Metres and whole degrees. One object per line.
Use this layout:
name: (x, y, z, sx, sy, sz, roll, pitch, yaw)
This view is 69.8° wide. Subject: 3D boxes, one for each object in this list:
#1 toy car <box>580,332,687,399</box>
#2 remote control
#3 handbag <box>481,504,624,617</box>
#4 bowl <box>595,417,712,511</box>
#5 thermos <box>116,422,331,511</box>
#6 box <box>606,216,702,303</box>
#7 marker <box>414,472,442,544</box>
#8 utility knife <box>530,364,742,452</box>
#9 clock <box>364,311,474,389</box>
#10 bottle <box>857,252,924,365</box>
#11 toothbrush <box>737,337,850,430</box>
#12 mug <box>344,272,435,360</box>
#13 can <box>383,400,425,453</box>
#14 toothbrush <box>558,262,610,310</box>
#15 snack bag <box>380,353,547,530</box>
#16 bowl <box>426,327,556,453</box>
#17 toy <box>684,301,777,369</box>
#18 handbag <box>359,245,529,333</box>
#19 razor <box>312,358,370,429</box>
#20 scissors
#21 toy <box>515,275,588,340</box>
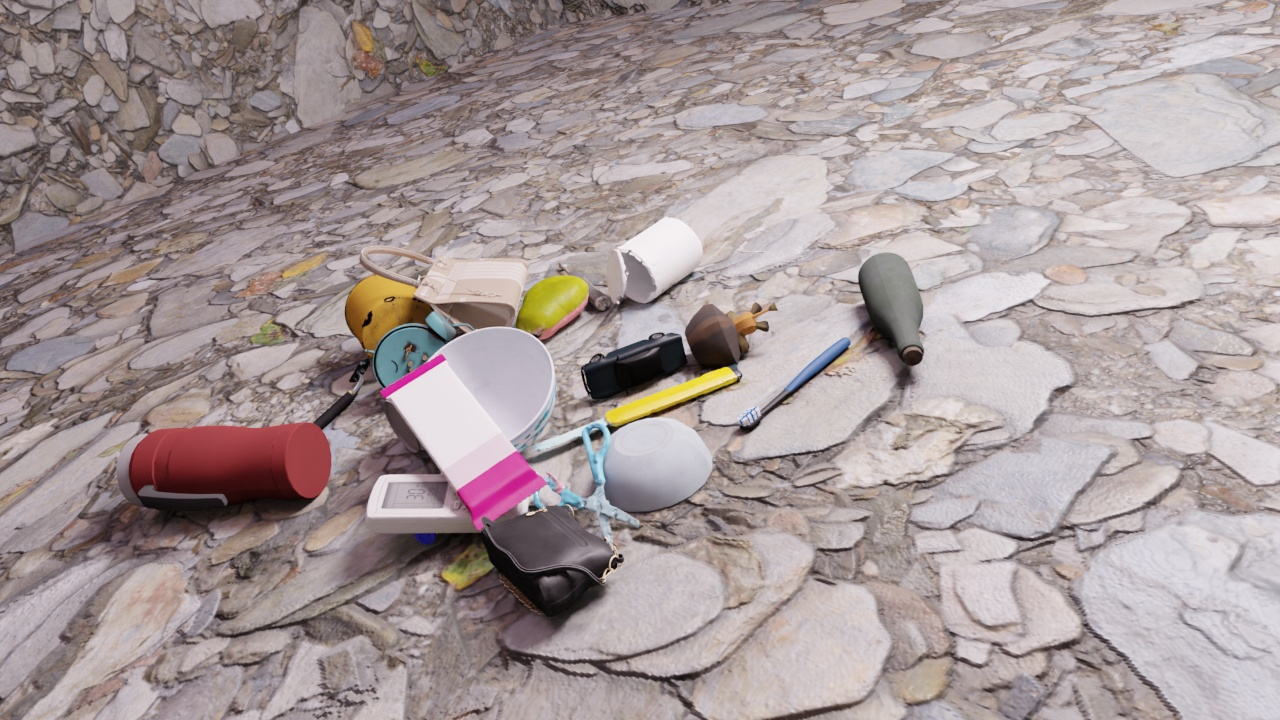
toy car: (-0.005, 0.006, 0.946, 0.112, 0.046, 0.034, -21, 26, -13)
remote control: (-0.167, 0.125, 0.801, 0.138, 0.025, 0.060, 0, 30, -3)
handbag: (-0.069, 0.148, 0.714, 0.079, 0.054, 0.128, -26, 27, -26)
bowl: (0.007, 0.083, 0.804, 0.106, 0.039, 0.106, -12, 28, 6)
thermos: (-0.425, 0.113, 0.922, 0.199, 0.084, 0.107, -5, 29, 15)
box: (0.005, -0.119, 1.127, 0.142, 0.089, 0.080, -40, -1, -35)
marker: (-0.182, 0.118, 0.860, 0.020, 0.020, 0.141, -10, 29, 10)
utility knife: (-0.002, 0.046, 0.899, 0.223, 0.019, 0.030, -18, 22, -14)
clock: (-0.244, -0.007, 1.044, 0.124, 0.090, 0.053, -20, 19, -7)
bottle: (0.252, -0.047, 0.902, 0.055, 0.055, 0.173, -10, 30, 10)
toothbrush: (0.150, 0.019, 0.876, 0.167, 0.014, 0.014, -35, 23, -32)
mug: (-0.295, -0.047, 1.141, 0.123, 0.101, 0.094, 3, 20, -30)
can: (-0.194, 0.036, 0.959, 0.131, 0.070, 0.070, -33, 33, -30)
toothbrush: (-0.081, -0.103, 1.207, 0.024, 0.022, 0.185, 7, 17, -26)
snack bag: (-0.162, 0.067, 0.819, 0.070, 0.016, 0.196, -34, 52, -17)
bowl: (-0.142, 0.047, 0.888, 0.144, 0.074, 0.143, -8, 53, 11)
toy: (0.096, -0.033, 0.949, 0.100, 0.062, 0.076, -25, 63, 12)
handbag: (-0.244, -0.098, 1.123, 0.198, 0.062, 0.175, 18, 21, -9)
razor: (-0.354, 0.054, 1.063, 0.043, 0.022, 0.143, -48, 10, 40)
scissors: (-0.035, 0.103, 0.775, 0.141, 0.015, 0.111, 17, 77, 43)
toy: (-0.114, -0.065, 1.121, 0.090, 0.051, 0.109, 1, 35, 32)
